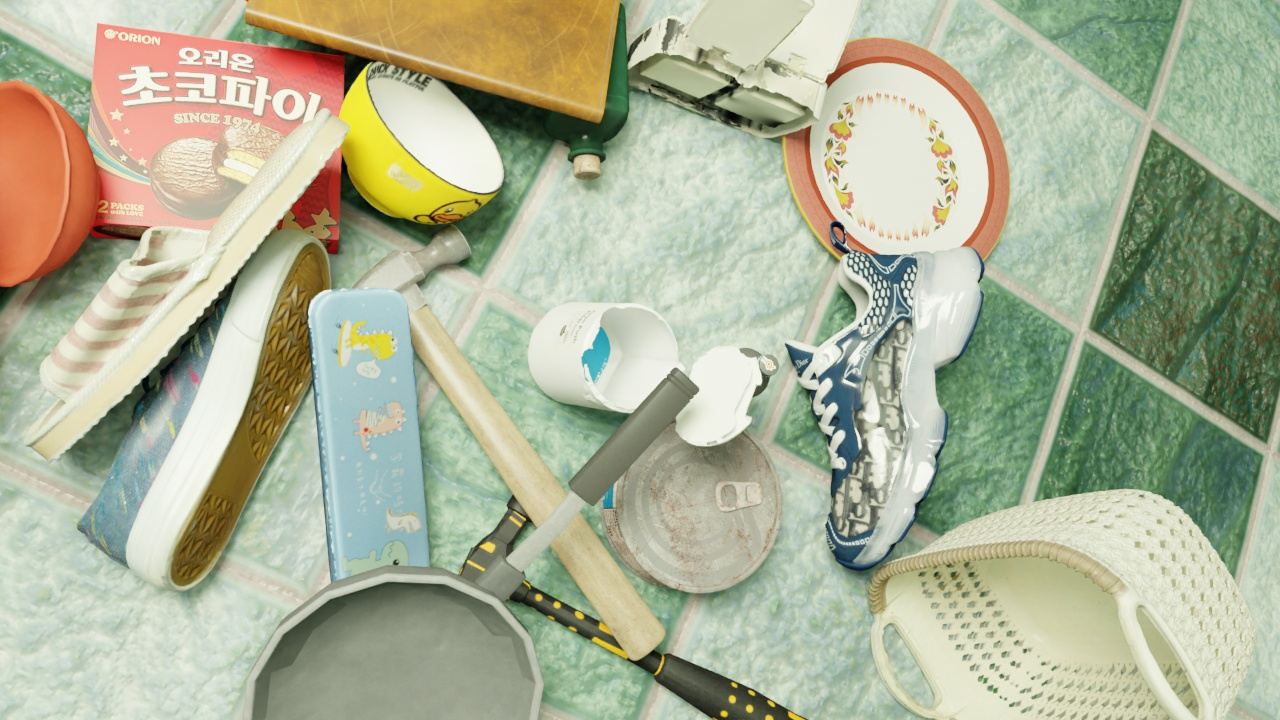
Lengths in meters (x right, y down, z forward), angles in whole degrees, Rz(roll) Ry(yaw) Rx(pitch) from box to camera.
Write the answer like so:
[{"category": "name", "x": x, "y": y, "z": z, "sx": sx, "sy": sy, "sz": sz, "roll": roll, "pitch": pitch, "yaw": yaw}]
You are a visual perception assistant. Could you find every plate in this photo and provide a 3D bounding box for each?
[{"category": "plate", "x": 0.224, "y": -0.172, "z": 0.805, "sx": 0.229, "sy": 0.021, "sz": 0.229, "roll": 3, "pitch": 80, "yaw": -18}]

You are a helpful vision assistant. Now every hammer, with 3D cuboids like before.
[{"category": "hammer", "x": -0.090, "y": 0.066, "z": 0.643, "sx": 0.119, "sy": 0.031, "sz": 0.331, "roll": -35, "pitch": 89, "yaw": -19}, {"category": "hammer", "x": 0.012, "y": 0.223, "z": 0.662, "sx": 0.320, "sy": 0.036, "sz": 0.123, "roll": 32, "pitch": 73, "yaw": -9}]

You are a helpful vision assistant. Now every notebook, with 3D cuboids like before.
[{"category": "notebook", "x": -0.136, "y": -0.271, "z": 0.635, "sx": 0.249, "sy": 0.014, "sz": 0.178, "roll": 13, "pitch": 65, "yaw": -13}]

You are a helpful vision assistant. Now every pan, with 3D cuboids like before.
[{"category": "pan", "x": -0.092, "y": 0.141, "z": 0.576, "sx": 0.178, "sy": 0.041, "sz": 0.357, "roll": 42, "pitch": 91, "yaw": -21}]

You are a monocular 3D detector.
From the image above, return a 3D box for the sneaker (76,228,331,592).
[{"category": "sneaker", "x": -0.272, "y": 0.022, "z": 0.582, "sx": 0.079, "sy": 0.087, "sz": 0.235, "roll": 18, "pitch": 78, "yaw": 8}]

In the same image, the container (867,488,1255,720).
[{"category": "container", "x": 0.296, "y": 0.191, "z": 0.660, "sx": 0.142, "sy": 0.247, "sz": 0.184, "roll": -30, "pitch": 88, "yaw": -30}]

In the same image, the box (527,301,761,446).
[{"category": "box", "x": -0.001, "y": 0.004, "z": 0.629, "sx": 0.112, "sy": 0.163, "sz": 0.084, "roll": 37, "pitch": 76, "yaw": -24}]

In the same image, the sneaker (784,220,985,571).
[{"category": "sneaker", "x": 0.173, "y": 0.025, "z": 0.726, "sx": 0.132, "sy": 0.103, "sz": 0.269, "roll": 16, "pitch": 84, "yaw": 5}]

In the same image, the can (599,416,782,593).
[{"category": "can", "x": 0.038, "y": 0.105, "z": 0.682, "sx": 0.129, "sy": 0.044, "sz": 0.130, "roll": 3, "pitch": 80, "yaw": -19}]

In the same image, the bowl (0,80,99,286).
[{"category": "bowl", "x": -0.370, "y": -0.104, "z": 0.558, "sx": 0.122, "sy": 0.035, "sz": 0.122, "roll": 0, "pitch": 90, "yaw": 26}]

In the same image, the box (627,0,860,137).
[{"category": "box", "x": 0.083, "y": -0.240, "z": 0.684, "sx": 0.145, "sy": 0.186, "sz": 0.095, "roll": 16, "pitch": 68, "yaw": -23}]

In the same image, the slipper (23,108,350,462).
[{"category": "slipper", "x": -0.274, "y": -0.055, "z": 0.541, "sx": 0.052, "sy": 0.115, "sz": 0.263, "roll": 43, "pitch": 87, "yaw": -25}]

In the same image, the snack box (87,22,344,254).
[{"category": "snack box", "x": -0.282, "y": -0.146, "z": 0.619, "sx": 0.152, "sy": 0.036, "sz": 0.132, "roll": 2, "pitch": 80, "yaw": -19}]

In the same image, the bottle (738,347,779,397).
[{"category": "bottle", "x": 0.070, "y": 0.012, "z": 0.674, "sx": 0.036, "sy": 0.110, "sz": 0.036, "roll": 3, "pitch": 80, "yaw": -19}]

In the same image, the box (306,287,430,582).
[{"category": "box", "x": -0.172, "y": 0.058, "z": 0.588, "sx": 0.066, "sy": 0.049, "sz": 0.210, "roll": -5, "pitch": 99, "yaw": -19}]

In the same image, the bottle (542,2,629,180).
[{"category": "bottle", "x": -0.042, "y": -0.203, "z": 0.697, "sx": 0.061, "sy": 0.061, "sz": 0.131, "roll": 0, "pitch": 81, "yaw": -17}]

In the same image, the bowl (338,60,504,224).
[{"category": "bowl", "x": -0.159, "y": -0.141, "z": 0.634, "sx": 0.117, "sy": 0.068, "sz": 0.117, "roll": 38, "pitch": 30, "yaw": -27}]
